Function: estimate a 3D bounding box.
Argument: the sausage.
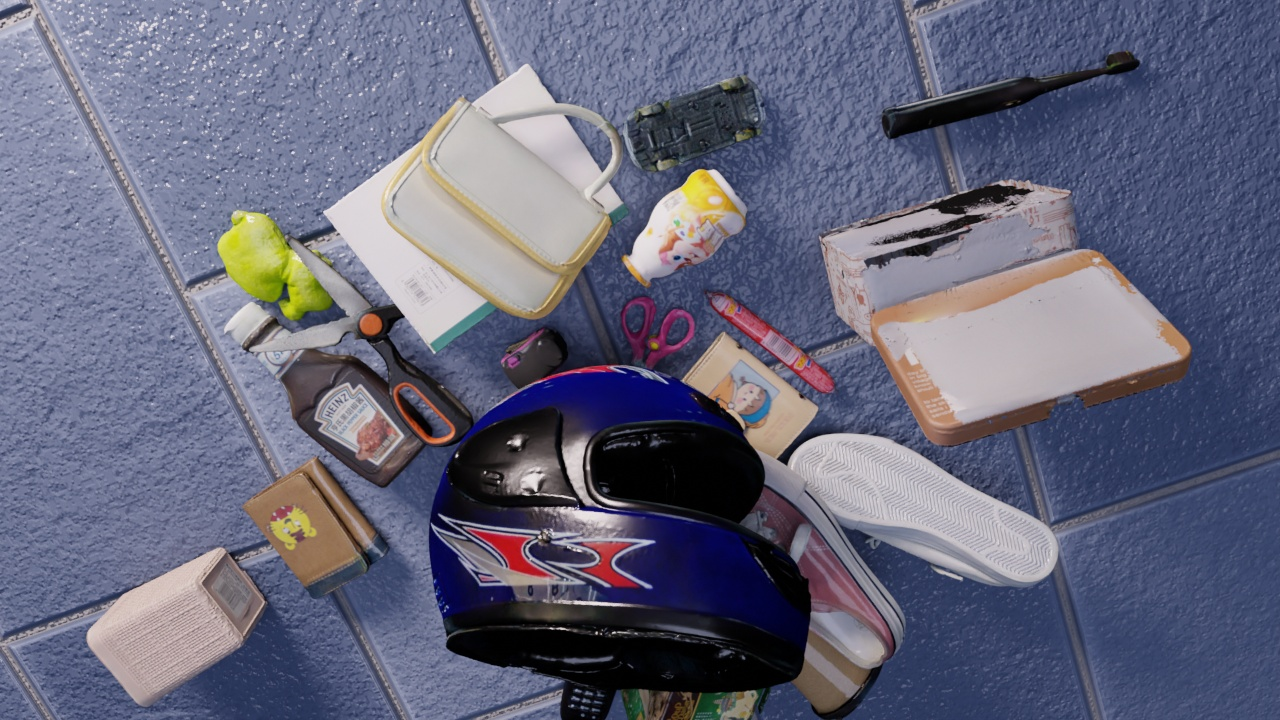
[{"bbox_3d":[0.119,-0.017,0.823,0.156,0.020,0.020,37,102,-11],"label":"sausage"}]

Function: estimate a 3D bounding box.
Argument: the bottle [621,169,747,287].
[{"bbox_3d":[0.035,-0.108,0.772,0.108,0.063,0.063,-40,103,10],"label":"bottle"}]

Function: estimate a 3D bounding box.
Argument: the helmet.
[{"bbox_3d":[-0.015,0.123,0.729,0.316,0.239,0.247,-9,148,32],"label":"helmet"}]

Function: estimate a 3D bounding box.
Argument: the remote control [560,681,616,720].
[{"bbox_3d":[-0.045,0.306,0.910,0.053,0.024,0.136,15,104,-4],"label":"remote control"}]

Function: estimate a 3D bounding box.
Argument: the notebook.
[{"bbox_3d":[-0.135,-0.125,0.772,0.209,0.012,0.150,-36,103,-1],"label":"notebook"}]

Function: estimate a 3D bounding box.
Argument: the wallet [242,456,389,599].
[{"bbox_3d":[-0.303,0.158,0.860,0.090,0.033,0.115,-31,101,9],"label":"wallet"}]

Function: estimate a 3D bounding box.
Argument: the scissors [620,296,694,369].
[{"bbox_3d":[-0.008,0.005,0.830,0.073,0.017,0.137,26,108,-9],"label":"scissors"}]

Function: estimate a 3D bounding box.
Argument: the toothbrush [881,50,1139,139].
[{"bbox_3d":[0.308,-0.224,0.764,0.213,0.027,0.026,-14,150,2],"label":"toothbrush"}]

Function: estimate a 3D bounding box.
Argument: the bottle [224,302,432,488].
[{"bbox_3d":[-0.279,0.026,0.813,0.195,0.044,0.080,43,95,-12],"label":"bottle"}]

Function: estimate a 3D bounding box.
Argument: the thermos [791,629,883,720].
[{"bbox_3d":[0.161,0.271,0.875,0.143,0.093,0.093,41,101,-3],"label":"thermos"}]

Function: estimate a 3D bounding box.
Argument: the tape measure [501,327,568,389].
[{"bbox_3d":[-0.093,-0.003,0.802,0.058,0.057,0.039,-36,100,11],"label":"tape measure"}]

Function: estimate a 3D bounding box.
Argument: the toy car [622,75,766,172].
[{"bbox_3d":[0.044,-0.196,0.762,0.120,0.037,0.054,-20,105,-6],"label":"toy car"}]

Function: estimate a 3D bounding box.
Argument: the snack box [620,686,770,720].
[{"bbox_3d":[0.052,0.300,0.875,0.105,0.117,0.118,13,108,-17],"label":"snack box"}]

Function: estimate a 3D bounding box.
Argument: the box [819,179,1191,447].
[{"bbox_3d":[0.257,-0.049,0.692,0.179,0.259,0.110,-16,108,3],"label":"box"}]

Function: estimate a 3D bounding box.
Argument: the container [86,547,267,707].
[{"bbox_3d":[-0.423,0.242,0.853,0.111,0.090,0.090,-30,104,3],"label":"container"}]

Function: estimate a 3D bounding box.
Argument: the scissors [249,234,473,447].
[{"bbox_3d":[-0.211,-0.024,0.792,0.234,0.022,0.221,-25,100,-8],"label":"scissors"}]

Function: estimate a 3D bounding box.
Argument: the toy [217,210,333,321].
[{"bbox_3d":[-0.315,-0.079,0.788,0.100,0.031,0.097,9,119,-1],"label":"toy"}]

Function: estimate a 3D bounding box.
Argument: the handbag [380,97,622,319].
[{"bbox_3d":[-0.099,-0.140,0.741,0.163,0.063,0.178,37,89,-16],"label":"handbag"}]

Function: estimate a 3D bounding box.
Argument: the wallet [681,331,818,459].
[{"bbox_3d":[0.092,0.042,0.838,0.115,0.024,0.087,38,97,-12],"label":"wallet"}]

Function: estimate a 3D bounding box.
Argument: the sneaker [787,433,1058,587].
[{"bbox_3d":[0.251,0.139,0.847,0.242,0.091,0.089,23,75,11],"label":"sneaker"}]

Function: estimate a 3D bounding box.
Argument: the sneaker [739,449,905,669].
[{"bbox_3d":[0.129,0.180,0.806,0.241,0.087,0.119,49,135,6],"label":"sneaker"}]
